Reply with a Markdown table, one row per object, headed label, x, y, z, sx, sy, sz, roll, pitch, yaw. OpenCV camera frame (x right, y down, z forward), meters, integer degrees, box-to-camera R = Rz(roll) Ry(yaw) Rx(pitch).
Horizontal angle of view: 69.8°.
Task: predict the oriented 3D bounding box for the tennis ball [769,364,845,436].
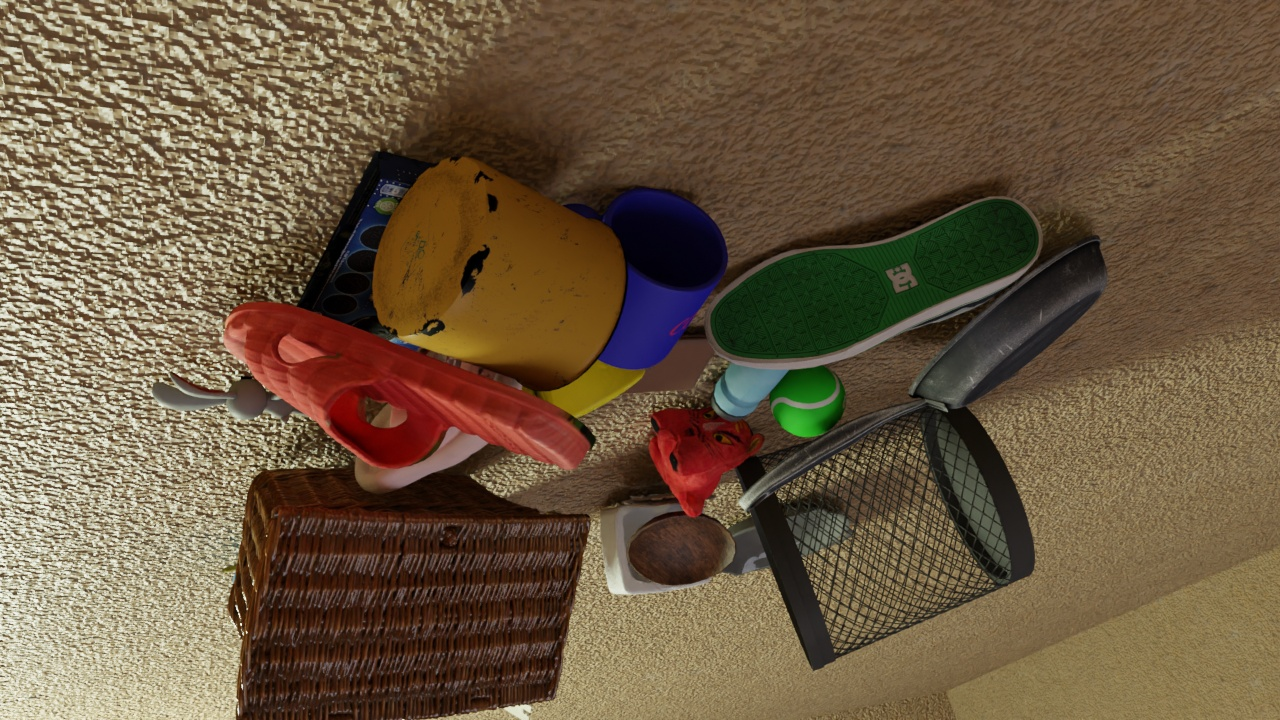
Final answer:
| label | x | y | z | sx | sy | sz | roll | pitch | yaw |
| --- | --- | --- | --- | --- | --- | --- | --- | --- | --- |
| tennis ball | 0.144 | 0.034 | 0.794 | 0.065 | 0.065 | 0.065 | -11 | 150 | -7 |

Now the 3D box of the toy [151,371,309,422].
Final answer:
| label | x | y | z | sx | sy | sz | roll | pitch | yaw |
| --- | --- | --- | --- | --- | --- | --- | --- | --- | --- |
| toy | -0.271 | 0.026 | 0.633 | 0.111 | 0.030 | 0.049 | 9 | 158 | -44 |

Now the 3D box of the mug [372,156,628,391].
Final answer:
| label | x | y | z | sx | sy | sz | roll | pitch | yaw |
| --- | --- | --- | --- | --- | --- | --- | --- | --- | --- |
| mug | -0.084 | -0.044 | 0.485 | 0.124 | 0.100 | 0.094 | 2 | 166 | 44 |

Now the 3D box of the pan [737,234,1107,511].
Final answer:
| label | x | y | z | sx | sy | sz | roll | pitch | yaw |
| --- | --- | --- | --- | --- | --- | --- | --- | --- | --- |
| pan | 0.231 | 0.026 | 0.753 | 0.357 | 0.055 | 0.187 | -41 | 159 | 10 |

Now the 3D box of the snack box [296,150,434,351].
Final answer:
| label | x | y | z | sx | sy | sz | roll | pitch | yaw |
| --- | --- | --- | --- | --- | --- | --- | --- | --- | --- |
| snack box | -0.143 | -0.058 | 0.547 | 0.082 | 0.027 | 0.151 | 8 | 143 | -34 |

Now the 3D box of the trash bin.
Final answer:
| label | x | y | z | sx | sy | sz | roll | pitch | yaw |
| --- | --- | --- | --- | --- | --- | --- | --- | --- | --- |
| trash bin | 0.239 | 0.166 | 0.923 | 0.227 | 0.217 | 0.218 | -20 | 150 | 2 |

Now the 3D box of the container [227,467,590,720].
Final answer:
| label | x | y | z | sx | sy | sz | roll | pitch | yaw |
| --- | --- | --- | --- | --- | --- | --- | --- | --- | --- |
| container | -0.201 | 0.171 | 0.734 | 0.249 | 0.162 | 0.183 | 8 | -173 | -36 |

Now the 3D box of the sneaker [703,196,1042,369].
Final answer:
| label | x | y | z | sx | sy | sz | roll | pitch | yaw |
| --- | --- | --- | --- | --- | --- | --- | --- | --- | --- |
| sneaker | 0.162 | -0.044 | 0.661 | 0.235 | 0.084 | 0.079 | -18 | 163 | 4 |

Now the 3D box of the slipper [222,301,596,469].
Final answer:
| label | x | y | z | sx | sy | sz | roll | pitch | yaw |
| --- | --- | --- | --- | --- | --- | --- | --- | --- | --- |
| slipper | -0.146 | 0.027 | 0.515 | 0.249 | 0.059 | 0.103 | 14 | 160 | 24 |

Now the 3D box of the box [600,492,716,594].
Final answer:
| label | x | y | z | sx | sy | sz | roll | pitch | yaw |
| --- | --- | --- | --- | --- | --- | --- | --- | --- | --- |
| box | 0.030 | 0.177 | 0.941 | 0.109 | 0.121 | 0.137 | -2 | 170 | -22 |

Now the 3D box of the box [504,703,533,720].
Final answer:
| label | x | y | z | sx | sy | sz | roll | pitch | yaw |
| --- | --- | --- | --- | --- | --- | --- | --- | --- | --- |
| box | -0.153 | 0.259 | 0.922 | 0.070 | 0.186 | 0.144 | -8 | 143 | -10 |

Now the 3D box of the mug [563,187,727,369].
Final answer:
| label | x | y | z | sx | sy | sz | roll | pitch | yaw |
| --- | --- | --- | --- | --- | --- | --- | --- | --- | --- |
| mug | -0.013 | -0.056 | 0.570 | 0.111 | 0.079 | 0.084 | 24 | 140 | -8 |

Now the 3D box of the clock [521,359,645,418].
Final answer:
| label | x | y | z | sx | sy | sz | roll | pitch | yaw |
| --- | --- | --- | --- | --- | --- | --- | --- | --- | --- |
| clock | -0.053 | 0.008 | 0.636 | 0.119 | 0.057 | 0.083 | -28 | -173 | 9 |

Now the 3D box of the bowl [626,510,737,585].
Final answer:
| label | x | y | z | sx | sy | sz | roll | pitch | yaw |
| --- | --- | --- | --- | --- | --- | --- | --- | --- | --- |
| bowl | 0.038 | 0.175 | 0.886 | 0.102 | 0.026 | 0.114 | -25 | 132 | 14 |

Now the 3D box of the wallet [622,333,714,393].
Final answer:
| label | x | y | z | sx | sy | sz | roll | pitch | yaw |
| --- | --- | --- | --- | --- | --- | --- | --- | --- | --- |
| wallet | -0.004 | 0.004 | 0.730 | 0.121 | 0.013 | 0.088 | -3 | 151 | -17 |

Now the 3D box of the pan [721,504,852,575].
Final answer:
| label | x | y | z | sx | sy | sz | roll | pitch | yaw |
| --- | --- | --- | --- | --- | --- | --- | --- | --- | --- |
| pan | 0.115 | 0.225 | 1.150 | 0.354 | 0.024 | 0.217 | 1 | 147 | -26 |

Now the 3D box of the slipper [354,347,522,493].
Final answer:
| label | x | y | z | sx | sy | sz | roll | pitch | yaw |
| --- | --- | --- | --- | --- | --- | --- | --- | --- | --- |
| slipper | -0.139 | 0.024 | 0.626 | 0.055 | 0.106 | 0.222 | 29 | 137 | -28 |

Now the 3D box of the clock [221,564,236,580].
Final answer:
| label | x | y | z | sx | sy | sz | roll | pitch | yaw |
| --- | --- | --- | --- | --- | --- | --- | --- | --- | --- |
| clock | -0.304 | 0.177 | 0.847 | 0.162 | 0.060 | 0.116 | -35 | 144 | 28 |

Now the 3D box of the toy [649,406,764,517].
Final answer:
| label | x | y | z | sx | sy | sz | roll | pitch | yaw |
| --- | --- | --- | --- | --- | --- | --- | --- | --- | --- |
| toy | 0.063 | 0.091 | 0.849 | 0.094 | 0.088 | 0.133 | -21 | 155 | -13 |

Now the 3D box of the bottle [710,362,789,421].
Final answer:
| label | x | y | z | sx | sy | sz | roll | pitch | yaw |
| --- | --- | --- | --- | --- | --- | --- | --- | --- | --- |
| bottle | 0.094 | 0.009 | 0.756 | 0.040 | 0.040 | 0.130 | 0 | 148 | -24 |
